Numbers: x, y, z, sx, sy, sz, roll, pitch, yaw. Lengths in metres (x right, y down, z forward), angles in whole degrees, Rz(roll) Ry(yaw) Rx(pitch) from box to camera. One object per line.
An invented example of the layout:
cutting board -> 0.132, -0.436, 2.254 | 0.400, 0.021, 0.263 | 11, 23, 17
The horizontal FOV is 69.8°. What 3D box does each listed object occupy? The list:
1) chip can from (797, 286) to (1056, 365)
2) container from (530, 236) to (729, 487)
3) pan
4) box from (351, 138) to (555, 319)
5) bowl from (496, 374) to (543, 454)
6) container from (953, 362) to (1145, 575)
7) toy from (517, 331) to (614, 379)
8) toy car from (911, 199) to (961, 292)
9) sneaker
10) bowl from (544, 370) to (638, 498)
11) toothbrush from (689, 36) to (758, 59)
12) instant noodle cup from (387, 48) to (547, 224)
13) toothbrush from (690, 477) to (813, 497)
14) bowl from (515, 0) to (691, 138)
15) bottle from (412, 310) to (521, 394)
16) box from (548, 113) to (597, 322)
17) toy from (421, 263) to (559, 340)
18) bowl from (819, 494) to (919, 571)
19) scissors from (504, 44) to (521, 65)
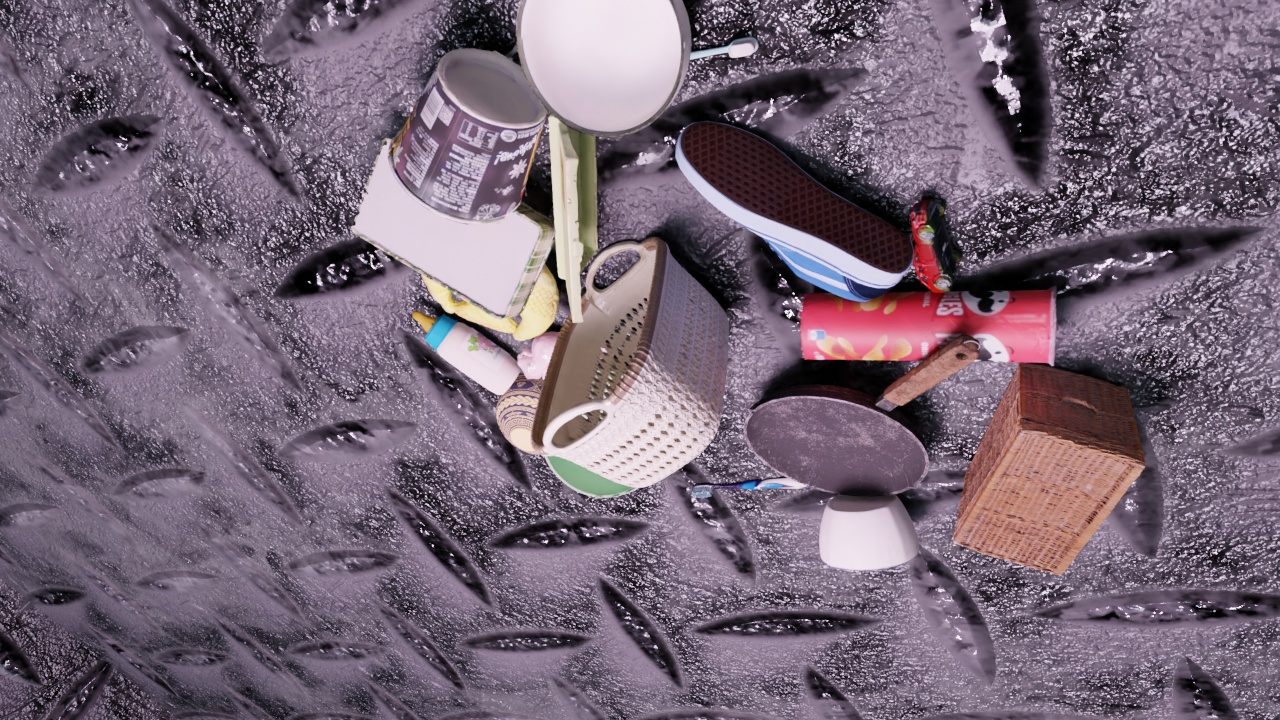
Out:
chip can -> 0.274, -0.033, 0.887 | 0.233, 0.073, 0.073 | 1, 130, 23
container -> -0.005, 0.005, 0.929 | 0.143, 0.245, 0.185 | 35, 131, -22
pan -> 0.241, 0.053, 0.953 | 0.207, 0.040, 0.358 | 25, 147, -7
box -> -0.194, -0.137, 0.949 | 0.205, 0.049, 0.118 | 29, 111, 12
bowl -> -0.135, 0.080, 1.163 | 0.112, 0.061, 0.113 | 12, 133, 13
container -> 0.406, 0.108, 0.929 | 0.114, 0.112, 0.199 | 16, 134, 8
toy -> -0.089, -0.010, 1.076 | 0.110, 0.047, 0.063 | -17, 125, 20
toy car -> 0.269, -0.106, 0.845 | 0.036, 0.042, 0.091 | 2, 133, 34
sneaker -> 0.129, -0.126, 0.860 | 0.241, 0.083, 0.098 | 32, 152, 1
bowl -> -0.038, 0.083, 1.099 | 0.151, 0.077, 0.151 | 1, 96, 12
toothbrush -> 0.017, -0.268, 0.822 | 0.181, 0.016, 0.016 | -1, 125, 25
instant noodle cup -> -0.152, -0.212, 0.852 | 0.137, 0.137, 0.113 | 31, 134, -7
toothbrush -> 0.148, 0.159, 1.148 | 0.189, 0.017, 0.016 | -8, 125, 29
bowl -> -0.023, -0.275, 0.781 | 0.153, 0.072, 0.154 | 13, 124, 20
bottle -> -0.216, -0.016, 1.118 | 0.146, 0.051, 0.051 | 36, 134, -11
box -> -0.065, -0.147, 0.883 | 0.044, 0.140, 0.188 | 1, 134, 0
toy -> -0.168, -0.096, 1.016 | 0.170, 0.064, 0.155 | 23, 131, 7
bowl -> 0.264, 0.195, 1.074 | 0.116, 0.116, 0.066 | -6, 98, 27
scissors -> -0.133, -0.289, 0.866 | 0.170, 0.014, 0.095 | 4, 133, 15
